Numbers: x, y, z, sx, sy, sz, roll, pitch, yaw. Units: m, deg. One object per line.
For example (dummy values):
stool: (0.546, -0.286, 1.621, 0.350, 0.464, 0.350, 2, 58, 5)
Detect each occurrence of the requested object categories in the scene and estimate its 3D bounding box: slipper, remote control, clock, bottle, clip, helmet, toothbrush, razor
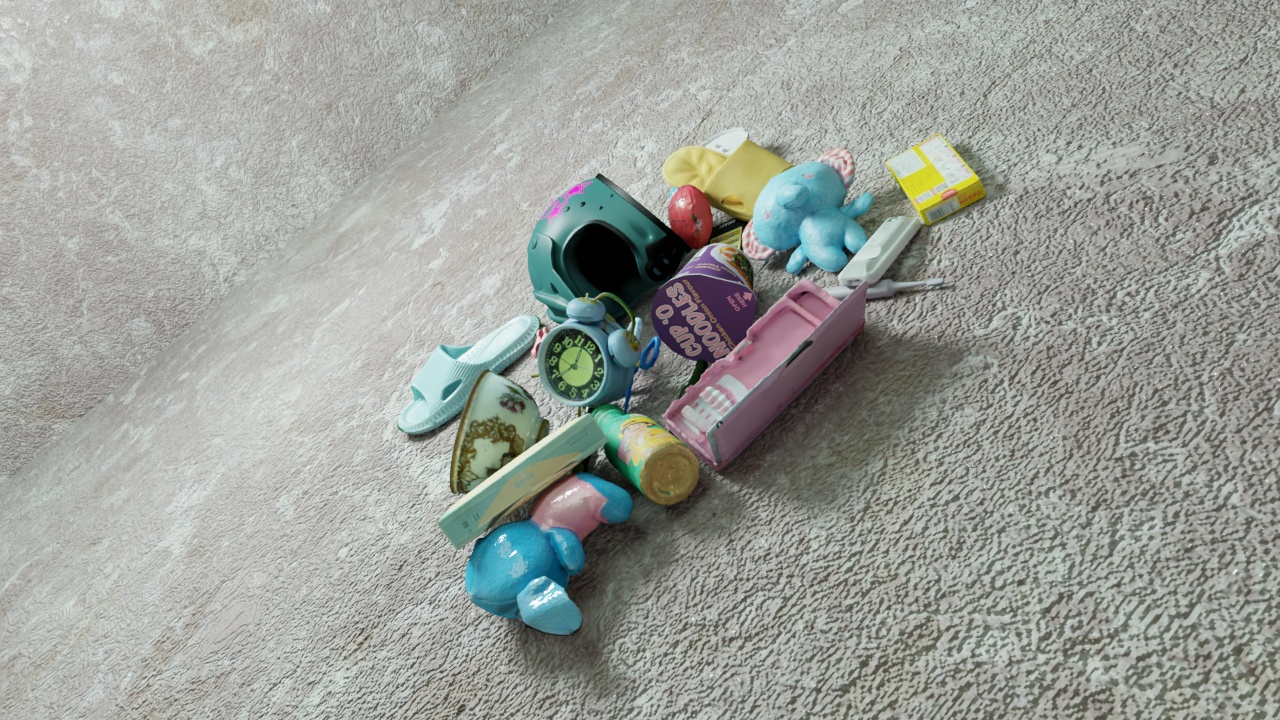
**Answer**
slipper: (-0.272, 0.010, 1.414, 0.276, 0.069, 0.116, -40, 33, -6)
remote control: (0.120, -0.156, 1.287, 0.058, 0.013, 0.133, -21, 34, 25)
clock: (0.115, -0.307, 1.453, 0.159, 0.061, 0.119, -31, 31, 7)
clock: (-0.060, -0.011, 1.117, 0.162, 0.118, 0.060, -57, -18, 23)
bottle: (-0.006, 0.094, 1.019, 0.068, 0.068, 0.210, -42, 24, -8)
clip: (-0.150, -0.023, 1.381, 0.045, 0.023, 0.060, -34, 36, 2)
slipper: (0.132, -0.267, 1.316, 0.264, 0.078, 0.099, 26, 70, 38)
helmet: (-0.055, -0.127, 1.272, 0.200, 0.176, 0.275, -49, 39, 5)
remote control: (0.276, -0.130, 1.061, 0.050, 0.022, 0.133, -1, 35, 46)
toothbrush: (0.253, -0.078, 1.039, 0.188, 0.019, 0.018, -5, 58, 42)
razor: (-0.066, 0.097, 1.124, 0.044, 0.021, 0.143, -9, 37, 18)
bottle: (0.060, 0.045, 1.056, 0.033, 0.033, 0.122, -16, 35, 31)

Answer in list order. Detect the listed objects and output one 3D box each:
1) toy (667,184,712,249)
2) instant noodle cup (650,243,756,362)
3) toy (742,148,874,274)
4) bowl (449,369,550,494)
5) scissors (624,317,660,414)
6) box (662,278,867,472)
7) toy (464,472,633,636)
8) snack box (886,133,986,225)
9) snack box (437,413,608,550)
toy: (0.067, -0.209, 1.330, 0.062, 0.092, 0.133, -8, 14, -10)
instant noodle cup: (0.094, -0.084, 1.128, 0.137, 0.122, 0.121, -27, 21, 33)
toy: (0.210, -0.182, 1.151, 0.183, 0.115, 0.180, -41, 41, 12)
bowl: (-0.166, 0.098, 1.134, 0.094, 0.160, 0.159, 14, 44, 2)
scissors: (-0.010, 0.001, 1.147, 0.126, 0.016, 0.123, -54, 31, 39)
box: (0.128, -0.004, 0.956, 0.232, 0.115, 0.106, -42, 58, -10)
toy: (-0.092, 0.192, 0.945, 0.191, 0.099, 0.224, -41, 19, -17)
snack box: (0.359, -0.224, 1.123, 0.075, 0.025, 0.152, -28, 31, 15)
snack box: (-0.132, 0.131, 1.010, 0.193, 0.044, 0.142, -36, 0, -13)
